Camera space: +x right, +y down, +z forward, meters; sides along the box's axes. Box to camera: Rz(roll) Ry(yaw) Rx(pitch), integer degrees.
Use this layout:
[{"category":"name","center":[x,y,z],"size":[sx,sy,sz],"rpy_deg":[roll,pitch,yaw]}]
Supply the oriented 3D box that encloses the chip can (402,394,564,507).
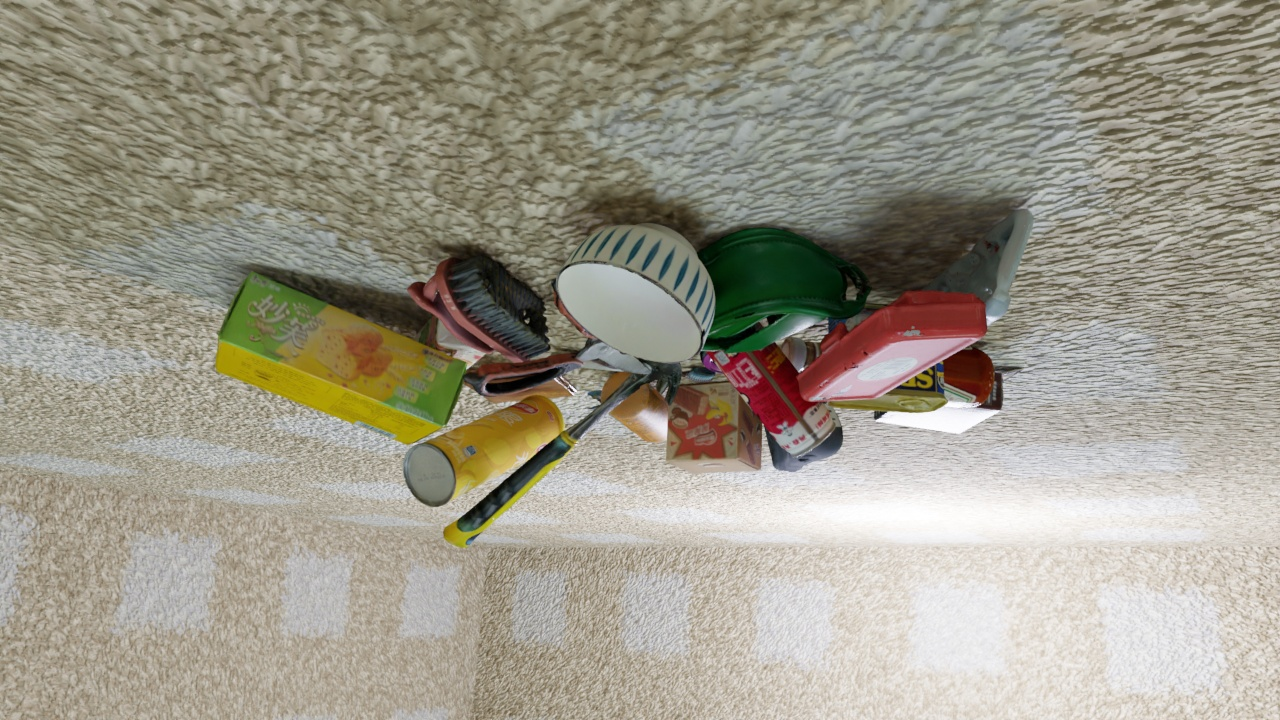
[{"category":"chip can","center":[-0.170,0.096,1.030],"size":[0.072,0.072,0.212],"rpy_deg":[-6,-172,29]}]

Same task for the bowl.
[{"category":"bowl","center":[0.004,-0.057,0.669],"size":[0.116,0.066,0.117],"rpy_deg":[22,153,11]}]

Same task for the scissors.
[{"category":"scissors","center":[-0.052,-0.011,0.818],"size":[0.189,0.015,0.225],"rpy_deg":[-32,151,5]}]

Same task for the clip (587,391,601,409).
[{"category":"clip","center":[-0.043,0.055,1.168],"size":[0.027,0.043,0.058],"rpy_deg":[-11,166,33]}]

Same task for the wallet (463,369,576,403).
[{"category":"wallet","center":[-0.144,0.030,1.108],"size":[0.115,0.020,0.101],"rpy_deg":[-3,164,12]}]

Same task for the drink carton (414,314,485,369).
[{"category":"drink carton","center":[-0.188,-0.016,0.909],"size":[0.053,0.045,0.123],"rpy_deg":[11,162,-23]}]

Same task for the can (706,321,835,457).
[{"category":"can","center":[0.113,0.020,0.812],"size":[0.053,0.133,0.053],"rpy_deg":[-38,-177,2]}]

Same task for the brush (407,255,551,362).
[{"category":"brush","center":[-0.136,-0.042,0.779],"size":[0.069,0.063,0.146],"rpy_deg":[-16,157,15]}]

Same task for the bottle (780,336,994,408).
[{"category":"bottle","center":[0.235,0.006,0.880],"size":[0.206,0.059,0.060],"rpy_deg":[7,163,-11]}]

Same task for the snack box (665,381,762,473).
[{"category":"snack box","center":[0.089,0.082,1.100],"size":[0.093,0.094,0.077],"rpy_deg":[-5,161,28]}]

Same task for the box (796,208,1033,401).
[{"category":"box","center":[0.202,-0.024,0.675],"size":[0.154,0.074,0.201],"rpy_deg":[-32,171,-14]}]

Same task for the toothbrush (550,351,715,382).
[{"category":"toothbrush","center":[-0.006,0.006,1.002],"size":[0.187,0.016,0.017],"rpy_deg":[8,155,-16]}]

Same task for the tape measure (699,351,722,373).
[{"category":"tape measure","center":[0.085,-0.014,0.875],"size":[0.057,0.039,0.058],"rpy_deg":[27,147,-34]}]

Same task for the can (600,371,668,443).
[{"category":"can","center":[0.002,0.058,1.102],"size":[0.058,0.058,0.146],"rpy_deg":[-2,163,17]}]

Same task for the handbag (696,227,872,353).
[{"category":"handbag","center":[0.097,-0.051,0.719],"size":[0.120,0.068,0.132],"rpy_deg":[3,165,-32]}]

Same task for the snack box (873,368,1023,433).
[{"category":"snack box","center":[0.332,0.039,1.001],"size":[0.125,0.053,0.113],"rpy_deg":[9,163,0]}]

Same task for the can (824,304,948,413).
[{"category":"can","center":[0.217,-0.001,0.815],"size":[0.102,0.083,0.057],"rpy_deg":[4,164,-3]}]

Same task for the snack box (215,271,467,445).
[{"category":"snack box","center":[-0.288,0.006,0.877],"size":[0.210,0.070,0.158],"rpy_deg":[25,159,-19]}]

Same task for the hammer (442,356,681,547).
[{"category":"hammer","center":[-0.085,0.095,0.984],"size":[0.324,0.032,0.126],"rpy_deg":[-41,150,13]}]

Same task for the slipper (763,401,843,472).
[{"category":"slipper","center":[0.183,0.067,1.049],"size":[0.083,0.110,0.268],"rpy_deg":[-17,165,9]}]
